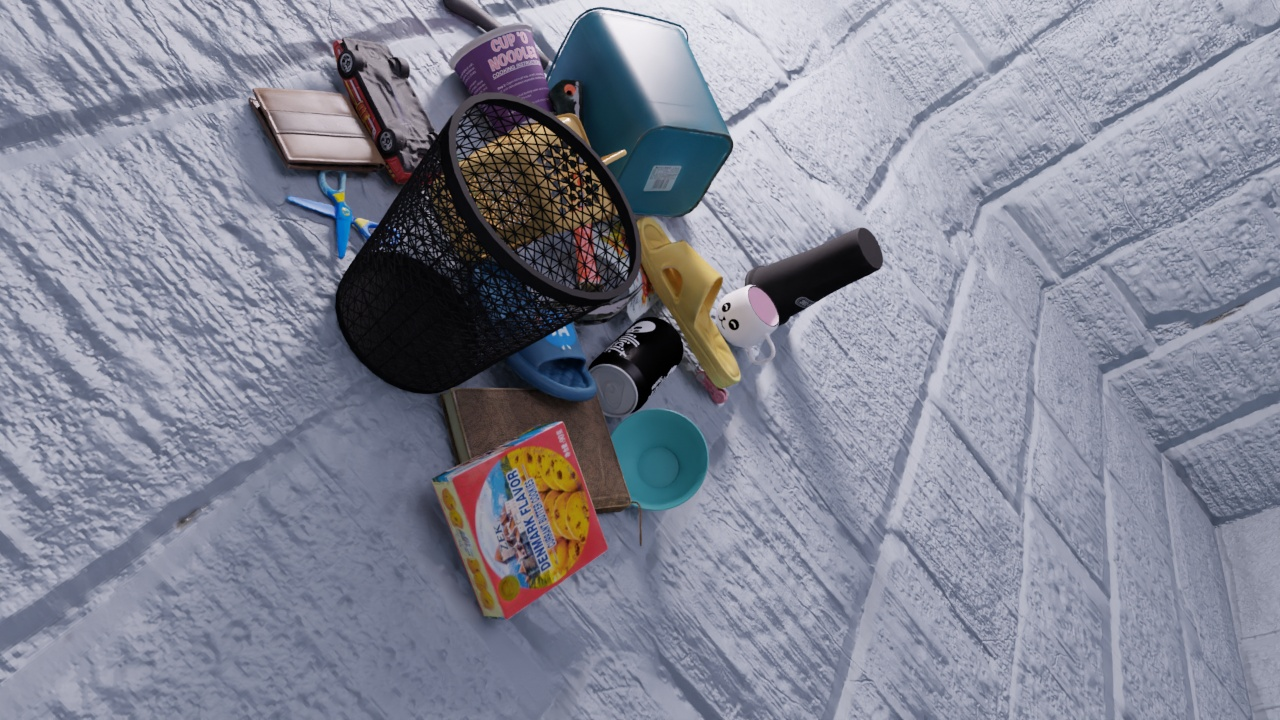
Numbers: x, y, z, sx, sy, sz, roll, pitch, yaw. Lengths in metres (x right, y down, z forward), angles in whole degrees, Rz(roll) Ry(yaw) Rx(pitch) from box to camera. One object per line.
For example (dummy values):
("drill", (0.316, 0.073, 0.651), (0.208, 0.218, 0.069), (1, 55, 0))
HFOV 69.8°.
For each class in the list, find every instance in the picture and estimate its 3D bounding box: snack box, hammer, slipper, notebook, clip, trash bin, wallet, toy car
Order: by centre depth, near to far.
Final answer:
("snack box", (-0.112, 0.150, 0.882), (0.144, 0.040, 0.142), (-26, 101, -45))
("trash bin", (-0.161, -0.093, 0.888), (0.217, 0.244, 0.216), (30, 43, -32))
("notebook", (-0.100, 0.117, 0.978), (0.215, 0.035, 0.190), (3, 61, -48))
("wallet", (-0.343, -0.245, 0.979), (0.120, 0.027, 0.098), (-13, 68, -52))
("slipper", (-0.122, -0.038, 1.029), (0.103, 0.059, 0.213), (-9, 56, -52))
("toy car", (-0.288, -0.288, 1.058), (0.081, 0.056, 0.189), (-14, 75, -55))
("hammer", (-0.077, -0.205, 1.160), (0.133, 0.033, 0.332), (-3, 75, -18))
("trash bin", (-0.001, -0.328, 1.262), (0.198, 0.197, 0.218), (-2, 53, -34))
("slipper", (0.081, -0.089, 1.265), (0.263, 0.078, 0.099), (62, 20, -5))
("clip", (0.099, 0.033, 1.293), (0.050, 0.023, 0.058), (13, 52, -39))
("hammer", (-0.160, -0.457, 1.372), (0.310, 0.030, 0.124), (29, 44, -32))

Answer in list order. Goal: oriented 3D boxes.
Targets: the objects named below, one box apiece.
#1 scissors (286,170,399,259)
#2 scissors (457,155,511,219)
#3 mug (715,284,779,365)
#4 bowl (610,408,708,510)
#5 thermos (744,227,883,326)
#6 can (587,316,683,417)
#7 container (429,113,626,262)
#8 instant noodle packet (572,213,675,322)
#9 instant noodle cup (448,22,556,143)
("scissors", (-0.311, -0.156, 0.965), (0.125, 0.013, 0.129), (13, 49, -44))
("scissors", (-0.204, -0.213, 1.137), (0.116, 0.012, 0.129), (-7, 69, -53))
("mug", (0.164, -0.049, 1.387), (0.090, 0.076, 0.123), (1, 62, -50))
("bowl", (0.020, 0.121, 1.084), (0.046, 0.121, 0.121), (77, -6, -70))
("thermos", (0.276, -0.136, 1.475), (0.105, 0.219, 0.105), (24, 54, -39))
("can", (-0.007, 0.007, 1.136), (0.080, 0.080, 0.145), (52, 35, -6))
("container", (-0.123, -0.199, 1.050), (0.166, 0.184, 0.129), (-40, 112, -48))
("instant noodle packet", (-0.002, -0.151, 1.296), (0.147, 0.057, 0.268), (53, 30, -7))
("instant noodle cup", (-0.169, -0.361, 1.223), (0.122, 0.122, 0.136), (64, 26, -5))
